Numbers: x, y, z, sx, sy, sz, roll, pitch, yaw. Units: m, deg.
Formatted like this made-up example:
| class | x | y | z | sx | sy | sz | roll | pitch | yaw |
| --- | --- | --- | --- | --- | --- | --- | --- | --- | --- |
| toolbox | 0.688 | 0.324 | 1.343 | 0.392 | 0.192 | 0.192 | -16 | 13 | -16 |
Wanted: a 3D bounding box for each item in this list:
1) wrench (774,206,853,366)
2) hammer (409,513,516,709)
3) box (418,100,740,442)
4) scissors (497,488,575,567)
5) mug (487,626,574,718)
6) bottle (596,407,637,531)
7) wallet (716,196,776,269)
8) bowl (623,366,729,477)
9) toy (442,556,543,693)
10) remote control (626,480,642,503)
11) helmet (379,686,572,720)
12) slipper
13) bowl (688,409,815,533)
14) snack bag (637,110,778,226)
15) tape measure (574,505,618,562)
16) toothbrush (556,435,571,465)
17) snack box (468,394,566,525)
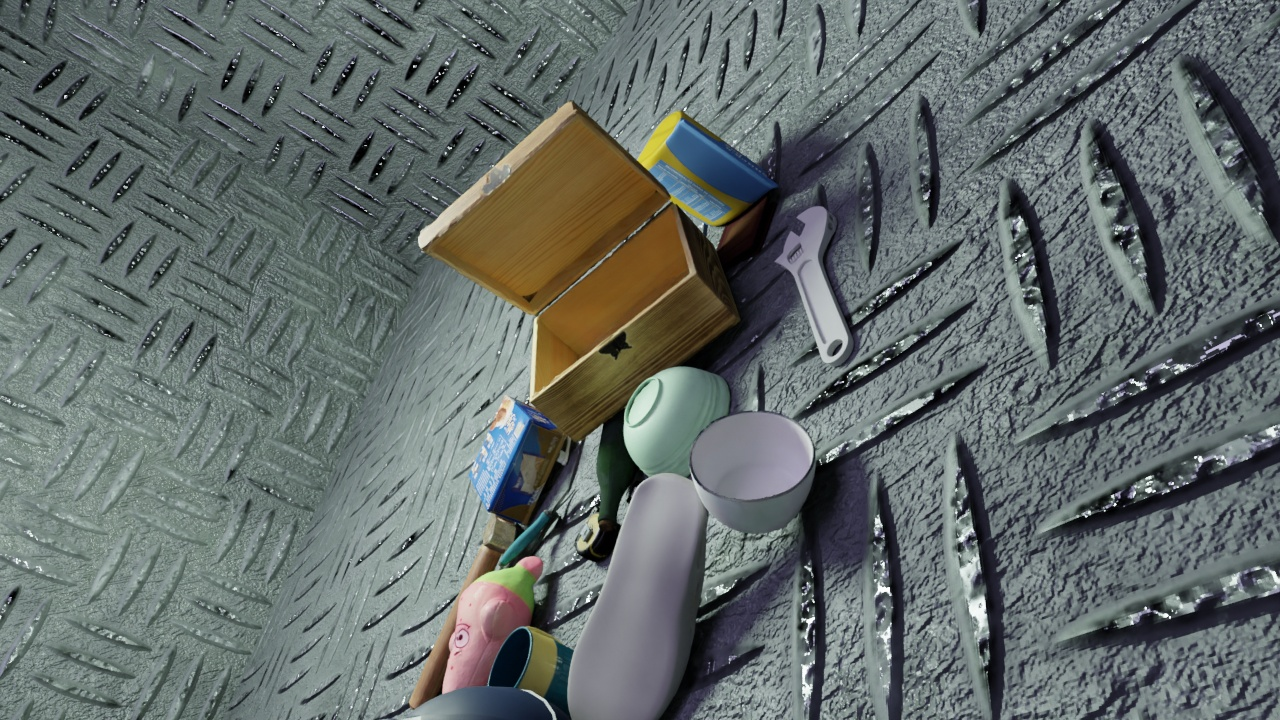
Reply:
| class | x | y | z | sx | sy | sz | roll | pitch | yaw |
| --- | --- | --- | --- | --- | --- | --- | --- | --- | --- |
| wrench | 0.201 | -0.088 | 1.015 | 0.087 | 0.018 | 0.272 | -46 | 26 | 25 |
| hammer | -0.262 | 0.374 | 1.347 | 0.300 | 0.037 | 0.158 | -66 | 8 | -6 |
| box | -0.089 | -0.138 | 1.210 | 0.280 | 0.323 | 0.283 | -39 | 25 | 17 |
| scissors | -0.147 | 0.244 | 1.295 | 0.153 | 0.019 | 0.125 | -41 | -18 | -32 |
| mug | -0.097 | 0.332 | 0.978 | 0.083 | 0.107 | 0.113 | -55 | 22 | 13 |
| bottle | -0.031 | 0.140 | 1.158 | 0.055 | 0.055 | 0.173 | -40 | 27 | 38 |
| wallet | 0.137 | -0.171 | 1.265 | 0.116 | 0.018 | 0.091 | -24 | 40 | 58 |
| bowl | 0.031 | 0.067 | 1.097 | 0.151 | 0.077 | 0.150 | -45 | 25 | 28 |
| toy | -0.202 | 0.356 | 1.182 | 0.193 | 0.097 | 0.236 | -47 | 16 | 50 |
| remote control | 0.020 | 0.163 | 1.081 | 0.030 | 0.009 | 0.140 | -63 | 22 | -12 |
| helmet | -0.155 | 0.408 | 0.833 | 0.273 | 0.232 | 0.222 | -11 | 13 | 27 |
| slipper | 0.013 | 0.242 | 0.899 | 0.113 | 0.080 | 0.266 | 13 | 88 | 31 |
| bowl | 0.105 | 0.108 | 0.845 | 0.116 | 0.066 | 0.116 | -7 | 39 | 6 |
| snack bag | 0.092 | -0.272 | 1.278 | 0.102 | 0.159 | 0.205 | -59 | 14 | -4 |
| tape measure | -0.056 | 0.218 | 1.140 | 0.061 | 0.034 | 0.061 | -60 | 23 | -2 |
| toothbrush | -0.111 | 0.090 | 1.451 | 0.012 | 0.017 | 0.186 | -43 | 27 | 37 |
| snack box | -0.200 | 0.153 | 1.466 | 0.155 | 0.069 | 0.203 | -66 | 20 | 0 |
